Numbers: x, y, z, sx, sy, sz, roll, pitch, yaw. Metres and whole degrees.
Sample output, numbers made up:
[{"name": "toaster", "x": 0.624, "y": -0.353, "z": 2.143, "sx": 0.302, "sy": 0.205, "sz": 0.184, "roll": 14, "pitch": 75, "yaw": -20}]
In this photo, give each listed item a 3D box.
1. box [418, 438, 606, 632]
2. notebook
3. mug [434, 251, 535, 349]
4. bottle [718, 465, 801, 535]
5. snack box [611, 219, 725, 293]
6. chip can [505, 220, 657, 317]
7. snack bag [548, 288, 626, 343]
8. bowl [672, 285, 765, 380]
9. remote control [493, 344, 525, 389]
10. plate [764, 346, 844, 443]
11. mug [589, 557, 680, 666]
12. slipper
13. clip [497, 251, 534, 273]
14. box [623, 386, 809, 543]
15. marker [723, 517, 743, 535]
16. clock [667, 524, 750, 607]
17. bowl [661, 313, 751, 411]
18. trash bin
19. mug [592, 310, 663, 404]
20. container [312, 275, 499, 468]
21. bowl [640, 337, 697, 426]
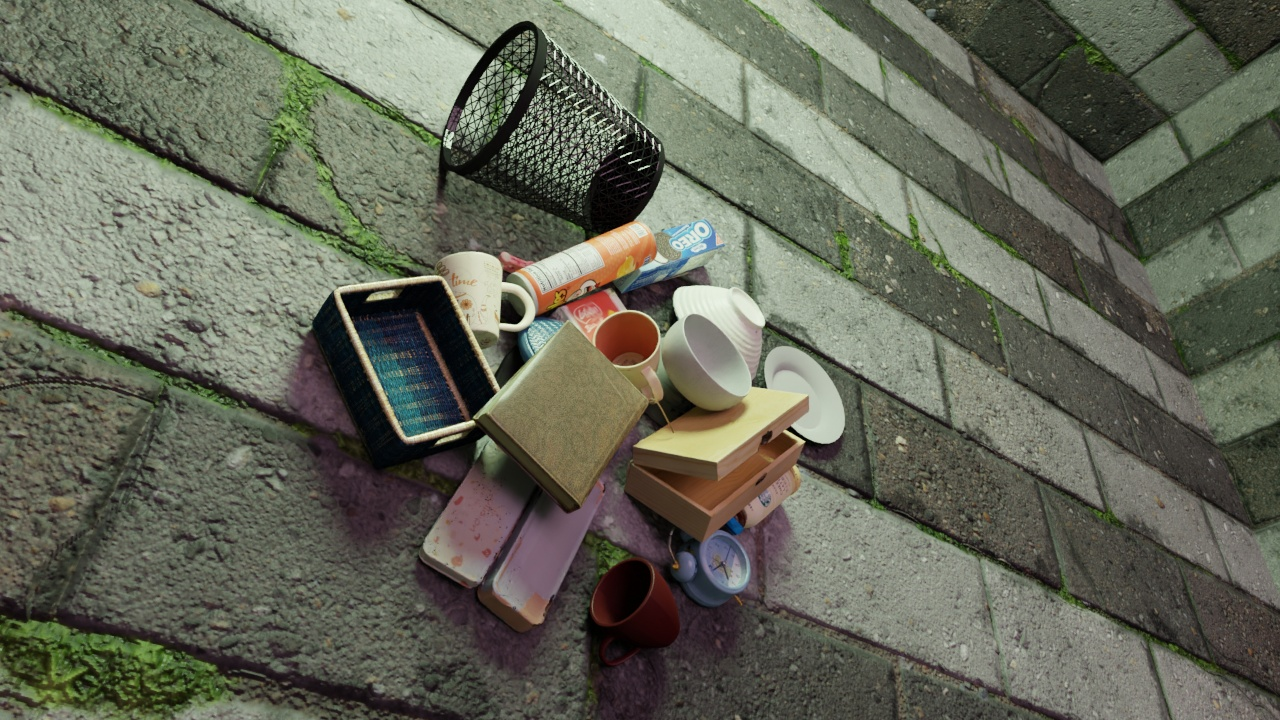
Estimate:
[{"name": "box", "x": -0.137, "y": 0.172, "z": 1.009, "sx": 0.154, "sy": 0.059, "sz": 0.215, "roll": 42, "pitch": 42, "yaw": -12}, {"name": "notebook", "x": -0.066, "y": 0.071, "z": 1.039, "sx": 0.190, "sy": 0.035, "sz": 0.214, "roll": 45, "pitch": 37, "yaw": -8}, {"name": "mug", "x": -0.185, "y": -0.066, "z": 1.105, "sx": 0.121, "sy": 0.081, "sz": 0.097, "roll": 5, "pitch": 64, "yaw": -30}, {"name": "bottle", "x": 0.157, "y": 0.185, "z": 1.243, "sx": 0.161, "sy": 0.057, "sz": 0.056, "roll": -25, "pitch": 79, "yaw": -49}, {"name": "snack box", "x": 0.039, "y": -0.161, "z": 1.394, "sx": 0.225, "sy": 0.060, "sz": 0.059, "roll": -23, "pitch": 74, "yaw": -48}, {"name": "chip can", "x": -0.075, "y": -0.123, "z": 1.216, "sx": 0.209, "sy": 0.062, "sz": 0.062, "roll": -28, "pitch": 81, "yaw": -33}, {"name": "snack bag", "x": -0.061, "y": -0.049, "z": 1.236, "sx": 0.115, "sy": 0.036, "sz": 0.077, "roll": -27, "pitch": 81, "yaw": -49}, {"name": "bowl", "x": 0.135, "y": -0.059, "z": 1.364, "sx": 0.177, "sy": 0.071, "sz": 0.177, "roll": 37, "pitch": 29, "yaw": -25}, {"name": "remote control", "x": -0.161, "y": 0.029, "z": 1.107, "sx": 0.039, "sy": 0.010, "sz": 0.124, "roll": 38, "pitch": 42, "yaw": -14}, {"name": "plate", "x": 0.256, "y": 0.057, "z": 1.457, "sx": 0.172, "sy": 0.019, "sz": 0.172, "roll": 23, "pitch": 47, "yaw": -28}, {"name": "mug", "x": -0.003, "y": 0.290, "z": 1.015, "sx": 0.088, "sy": 0.087, "sz": 0.113, "roll": 49, "pitch": 65, "yaw": -29}, {"name": "slipper", "x": -0.094, "y": 0.036, "z": 1.121, "sx": 0.103, "sy": 0.059, "sz": 0.213, "roll": 3, "pitch": 53, "yaw": -46}, {"name": "clip", "x": -0.166, "y": -0.121, "z": 1.212, "sx": 0.059, "sy": 0.038, "sz": 0.022, "roll": 27, "pitch": 49, "yaw": -27}, {"name": "box", "x": 0.106, "y": 0.104, "z": 1.183, "sx": 0.140, "sy": 0.123, "sz": 0.248, "roll": 34, "pitch": 34, "yaw": 23}, {"name": "marker", "x": 0.089, "y": 0.181, "z": 1.181, "sx": 0.018, "sy": 0.015, "sz": 0.123, "roll": 14, "pitch": 24, "yaw": -48}, {"name": "clock", "x": 0.081, "y": 0.248, "z": 1.132, "sx": 0.124, "sy": 0.052, "sz": 0.088, "roll": 37, "pitch": 44, "yaw": -15}, {"name": "bowl", "x": 0.078, "y": 0.009, "z": 1.199, "sx": 0.131, "sy": 0.065, "sz": 0.131, "roll": 36, "pitch": 31, "yaw": -26}, {"name": "trash bin", "x": -0.110, "y": -0.298, "z": 1.259, "sx": 0.243, "sy": 0.218, "sz": 0.216, "roll": 27, "pitch": 46, "yaw": -35}, {"name": "mug", "x": -0.007, "y": 0.007, "z": 1.177, "sx": 0.085, "sy": 0.104, "sz": 0.111, "roll": -32, "pitch": 68, "yaw": -12}, {"name": "container", "x": -0.249, "y": 0.009, "z": 0.994, "sx": 0.145, "sy": 0.071, "sz": 0.187, "roll": -14, "pitch": 71, "yaw": -47}, {"name": "bowl", "x": 0.056, "y": 0.022, "z": 1.273, "sx": 0.150, "sy": 0.057, "sz": 0.150, "roll": 24, "pitch": 47, "yaw": -28}]
